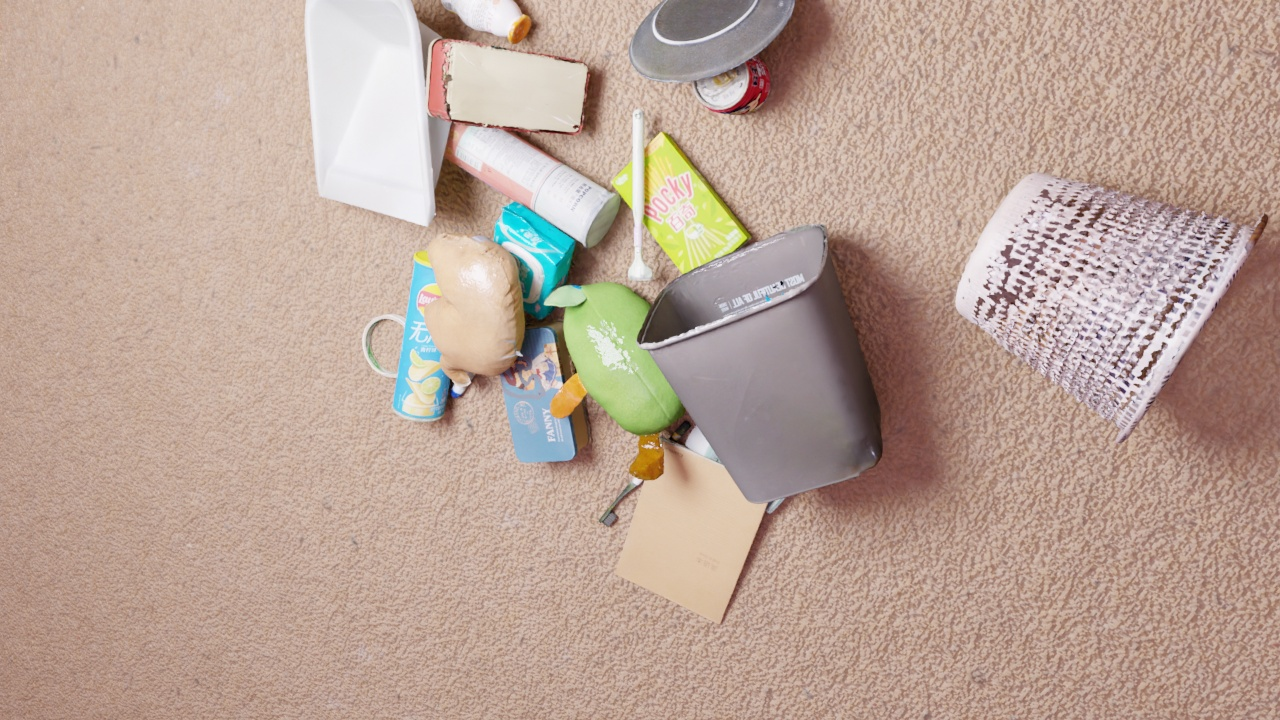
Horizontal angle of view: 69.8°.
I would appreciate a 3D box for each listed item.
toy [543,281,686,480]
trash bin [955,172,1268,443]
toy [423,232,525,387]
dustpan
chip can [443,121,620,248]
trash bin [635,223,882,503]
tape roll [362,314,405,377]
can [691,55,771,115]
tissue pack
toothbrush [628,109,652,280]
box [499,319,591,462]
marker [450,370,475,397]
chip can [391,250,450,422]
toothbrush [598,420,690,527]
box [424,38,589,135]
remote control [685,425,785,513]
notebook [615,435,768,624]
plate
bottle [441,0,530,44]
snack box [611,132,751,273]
[{"bbox_3d":[-0.006,0.006,1.069,0.227,0.090,0.246,-34,81,-2],"label":"toy"},{"bbox_3d":[0.411,-0.067,0.841,0.192,0.227,0.228,32,112,24],"label":"trash bin"},{"bbox_3d":[-0.196,-0.040,1.076,0.143,0.082,0.226,34,130,27],"label":"toy"},{"bbox_3d":[-0.319,-0.315,1.049,0.223,0.142,0.257,19,89,35],"label":"dustpan"},{"bbox_3d":[-0.131,-0.216,1.075,0.215,0.071,0.071,33,112,11],"label":"chip can"},{"bbox_3d":[0.139,0.007,0.953,0.199,0.198,0.220,-20,111,22],"label":"trash bin"},{"bbox_3d":[-0.333,-0.019,1.230,0.086,0.013,0.086,5,104,20],"label":"tape roll"},{"bbox_3d":[0.095,-0.291,0.958,0.067,0.093,0.066,5,104,20],"label":"can"},{"bbox_3d":[-0.131,-0.117,1.081,0.093,0.050,0.134,35,145,9],"label":"tissue pack"},{"bbox_3d":[-0.002,-0.185,1.031,0.029,0.020,0.189,2,100,18],"label":"toothbrush"},{"bbox_3d":[-0.119,0.044,1.139,0.090,0.061,0.184,-8,98,23],"label":"box"},{"bbox_3d":[-0.205,-0.008,1.183,0.017,0.016,0.146,41,113,7],"label":"marker"},{"bbox_3d":[-0.268,-0.030,1.172,0.071,0.071,0.210,19,109,16],"label":"chip can"},{"bbox_3d":[0.006,0.143,1.141,0.017,0.012,0.186,40,113,2],"label":"toothbrush"},{"bbox_3d":[-0.140,-0.298,0.999,0.080,0.168,0.091,30,117,51],"label":"box"},{"bbox_3d":[0.119,0.119,1.088,0.135,0.019,0.056,39,113,8],"label":"remote control"},{"bbox_3d":[0.062,0.211,1.126,0.149,0.012,0.212,23,116,14],"label":"notebook"},{"bbox_3d":[0.068,-0.348,0.927,0.180,0.179,0.024,-7,141,22],"label":"plate"},{"bbox_3d":[-0.177,-0.408,1.050,0.108,0.063,0.063,39,113,9],"label":"bottle"},{"bbox_3d":[0.045,-0.171,1.038,0.086,0.026,0.156,-40,83,23],"label":"snack box"}]
